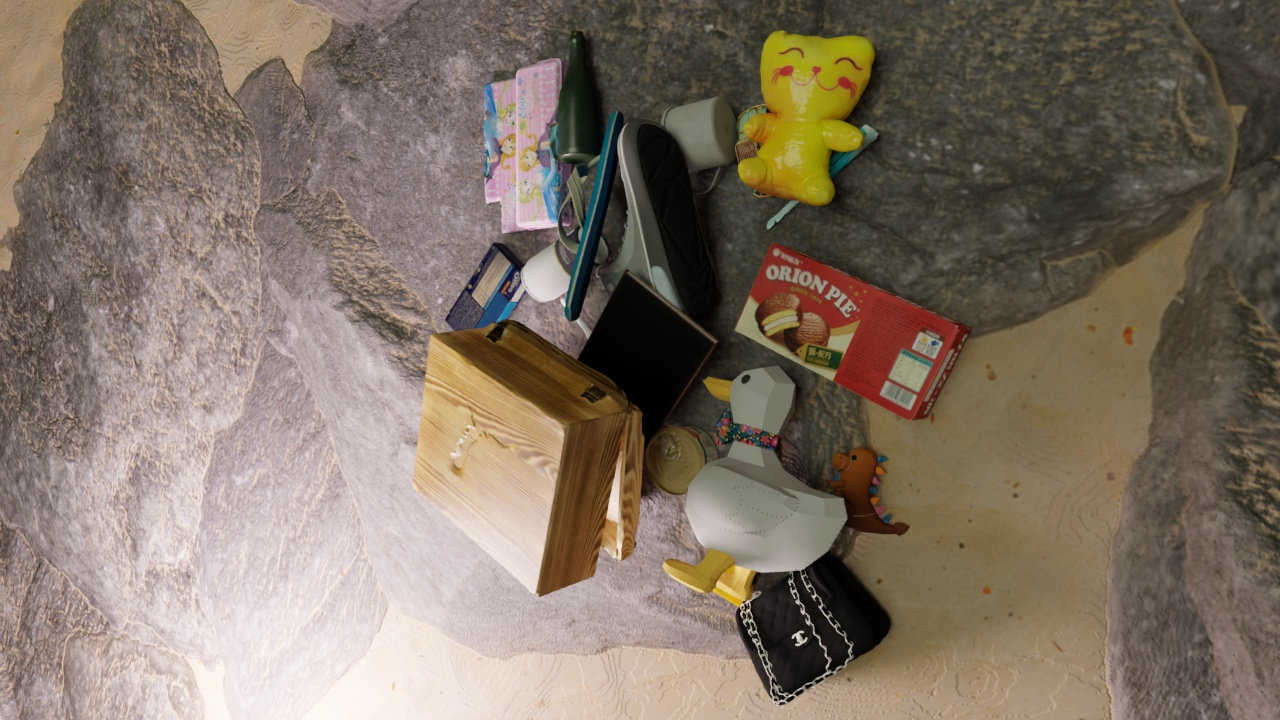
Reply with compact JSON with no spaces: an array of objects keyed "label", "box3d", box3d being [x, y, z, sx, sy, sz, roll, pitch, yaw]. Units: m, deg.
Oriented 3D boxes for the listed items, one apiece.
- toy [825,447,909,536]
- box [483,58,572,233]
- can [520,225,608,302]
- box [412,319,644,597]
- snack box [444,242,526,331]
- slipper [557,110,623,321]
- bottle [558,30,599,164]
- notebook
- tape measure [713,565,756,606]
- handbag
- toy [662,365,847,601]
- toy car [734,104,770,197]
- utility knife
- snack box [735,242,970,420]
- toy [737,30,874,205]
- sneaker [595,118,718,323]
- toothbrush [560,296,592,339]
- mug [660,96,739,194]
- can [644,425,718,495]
[{"label":"toy","box3d":[0.258,0.148,1.029,0.103,0.070,0.090,19,87,9]},{"label":"box","box3d":[-0.168,-0.299,1.302,0.160,0.035,0.230,-1,88,33]},{"label":"can","box3d":[-0.107,-0.127,1.244,0.128,0.064,0.064,-29,75,29]},{"label":"box","box3d":[-0.134,0.100,1.148,0.279,0.175,0.248,30,120,40]},{"label":"snack box","box3d":[-0.221,-0.089,1.340,0.082,0.027,0.150,47,114,22]},{"label":"slipper","box3d":[-0.071,-0.191,1.145,0.060,0.118,0.294,13,71,-4]},{"label":"bottle","box3d":[-0.084,-0.356,1.235,0.055,0.055,0.174,-2,88,33]},{"label":"notebook","box3d":[-0.007,0.007,1.143,0.141,0.008,0.210,39,128,11]},{"label":"tape measure","box3d":[0.111,0.260,1.125,0.068,0.030,0.059,26,104,28]},{"label":"handbag","box3d":[0.178,0.300,1.033,0.154,0.114,0.125,-44,67,29]},{"label":"toy","box3d":[0.131,0.140,1.041,0.247,0.140,0.267,23,90,47]},{"label":"toy car","box3d":[0.138,-0.252,1.095,0.047,0.047,0.112,-17,81,35]},{"label":"utility knife","box3d":[0.210,-0.209,1.071,0.169,0.015,0.022,-44,62,28]},{"label":"snack box","box3d":[0.231,-0.035,1.028,0.236,0.060,0.113,29,106,29]},{"label":"toy","box3d":[0.190,-0.269,1.033,0.134,0.087,0.194,11,88,18]},{"label":"sneaker","box3d":[-0.007,-0.160,1.131,0.161,0.092,0.257,-1,116,42]},{"label":"toothbrush","box3d":[-0.044,-0.003,1.226,0.222,0.026,0.027,54,159,20]},{"label":"mug","box3d":[0.078,-0.261,1.122,0.071,0.084,0.113,-6,116,30]},{"label":"can","box3d":[0.052,0.125,1.155,0.086,0.043,0.086,0,90,32]}]
